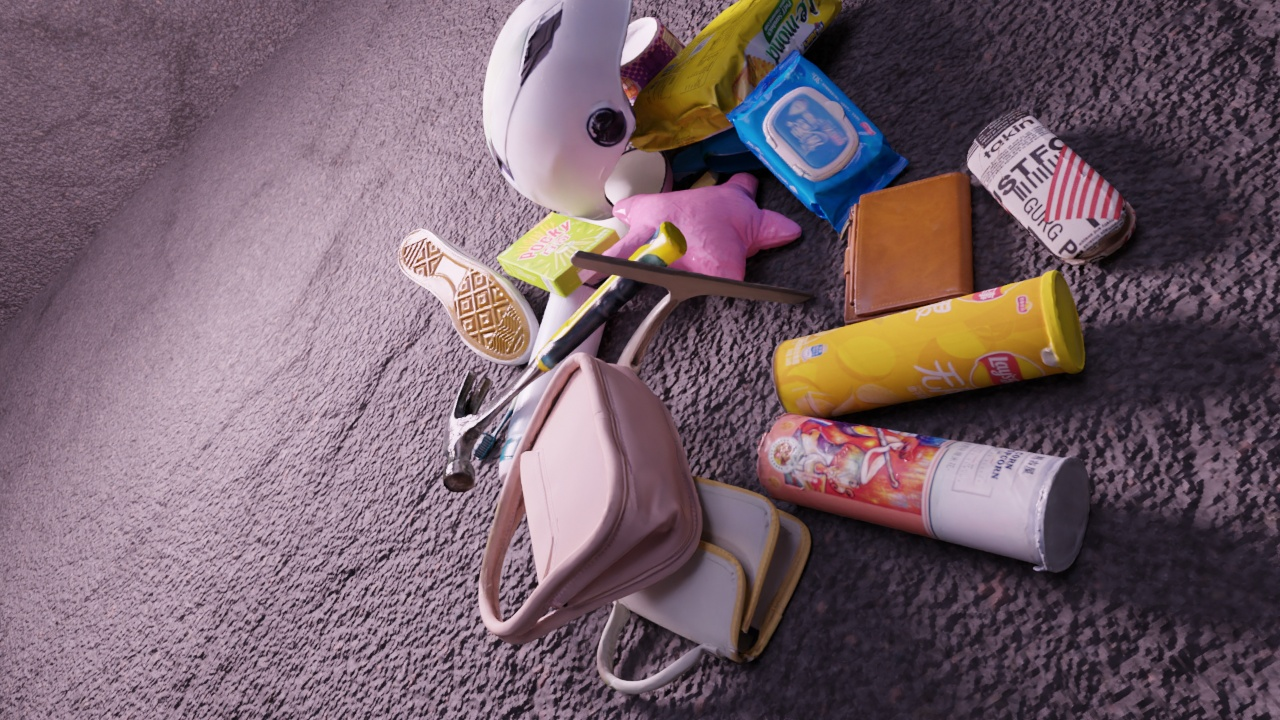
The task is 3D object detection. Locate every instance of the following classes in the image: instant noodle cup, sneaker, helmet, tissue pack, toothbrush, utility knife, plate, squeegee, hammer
[{"bbox_3d":[0.015,-0.348,1.105,0.112,0.099,0.111,-26,45,28],"label":"instant noodle cup"},{"bbox_3d":[-0.190,-0.074,1.091,0.241,0.087,0.118,39,101,29],"label":"sneaker"},{"bbox_3d":[-0.093,-0.283,0.974,0.146,0.259,0.228,1,43,-11],"label":"helmet"},{"bbox_3d":[0.161,-0.201,0.840,0.095,0.052,0.157,-43,81,9],"label":"tissue pack"},{"bbox_3d":[-0.127,0.026,1.003,0.016,0.018,0.191,22,76,49],"label":"toothbrush"},{"bbox_3d":[0.034,-0.158,1.002,0.152,0.018,0.031,-40,36,8],"label":"utility knife"},{"bbox_3d":[-0.033,-0.155,1.032,0.193,0.039,0.192,-31,38,28],"label":"plate"},{"bbox_3d":[0.106,-0.240,0.999,0.166,0.018,0.034,-20,60,29],"label":"utility knife"},{"bbox_3d":[-0.005,0.005,0.826,0.247,0.246,0.039,-59,41,33],"label":"squeegee"},{"bbox_3d":[-0.080,-0.013,0.856,0.324,0.032,0.126,-42,35,23],"label":"hammer"}]

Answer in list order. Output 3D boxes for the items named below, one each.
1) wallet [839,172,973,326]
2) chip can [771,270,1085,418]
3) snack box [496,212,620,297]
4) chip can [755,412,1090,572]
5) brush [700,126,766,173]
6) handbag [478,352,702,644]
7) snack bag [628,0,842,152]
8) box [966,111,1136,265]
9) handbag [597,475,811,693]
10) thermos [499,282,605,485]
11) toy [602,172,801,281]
[{"bbox_3d":[0.215,-0.092,0.767,0.119,0.035,0.130,-12,52,34],"label":"wallet"},{"bbox_3d":[0.207,-0.005,0.679,0.214,0.072,0.071,-15,51,36],"label":"chip can"},{"bbox_3d":[-0.089,-0.115,0.981,0.085,0.026,0.156,-41,31,-14],"label":"snack box"},{"bbox_3d":[0.184,0.084,0.630,0.215,0.071,0.071,7,65,46],"label":"chip can"},{"bbox_3d":[0.116,-0.221,0.925,0.144,0.073,0.055,2,100,45],"label":"brush"},{"bbox_3d":[-0.065,0.130,0.742,0.235,0.093,0.193,-48,33,21],"label":"handbag"},{"bbox_3d":[0.094,-0.317,0.974,0.158,0.068,0.245,-5,41,54],"label":"snack bag"},{"bbox_3d":[0.306,-0.136,0.699,0.074,0.064,0.164,-26,42,3],"label":"box"},{"bbox_3d":[0.029,0.178,0.712,0.164,0.063,0.178,10,70,48],"label":"handbag"},{"bbox_3d":[-0.087,0.029,0.927,0.073,0.073,0.223,-11,53,37],"label":"thermos"},{"bbox_3d":[0.051,-0.117,0.881,0.194,0.075,0.178,-14,42,-8],"label":"toy"}]
